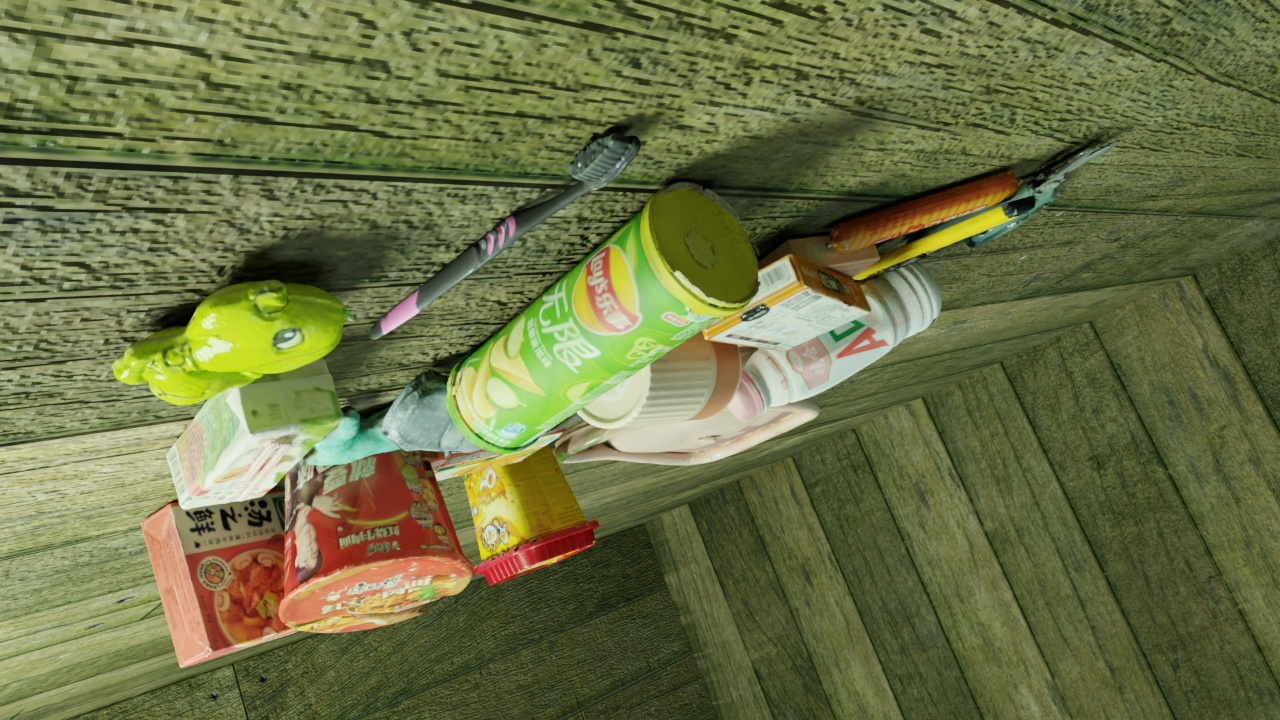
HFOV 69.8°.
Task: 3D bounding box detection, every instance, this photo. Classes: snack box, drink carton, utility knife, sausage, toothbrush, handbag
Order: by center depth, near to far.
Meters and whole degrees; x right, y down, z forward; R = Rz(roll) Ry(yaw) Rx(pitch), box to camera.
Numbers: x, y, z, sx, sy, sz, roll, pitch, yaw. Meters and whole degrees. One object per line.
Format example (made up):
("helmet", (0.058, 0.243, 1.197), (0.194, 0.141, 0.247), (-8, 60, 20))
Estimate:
("toothbrush", (-0.073, -0.052, 0.424), (0.190, 0.014, 0.017), (-29, 156, 33))
("drink carton", (-0.217, 0.044, 0.512), (0.053, 0.045, 0.123), (-7, 161, -45))
("snack box", (0.102, -0.035, 0.633), (0.075, 0.026, 0.153), (-26, 165, 25))
("sausage", (0.200, -0.104, 0.641), (0.165, 0.021, 0.021), (-19, 167, -14))
("snack box", (0.097, -0.048, 0.695), (0.084, 0.026, 0.158), (-11, 163, -37))
("snack box", (-0.302, 0.161, 0.709), (0.044, 0.113, 0.127), (-29, 166, 26))
("utility knife", (0.203, -0.080, 0.716), (0.033, 0.015, 0.217), (-14, 174, -46))
("snack box", (-0.148, 0.079, 0.821), (0.155, 0.027, 0.077), (-8, 160, -47))
("handbag", (0.027, 0.048, 0.826), (0.233, 0.093, 0.194), (-10, 166, -39))

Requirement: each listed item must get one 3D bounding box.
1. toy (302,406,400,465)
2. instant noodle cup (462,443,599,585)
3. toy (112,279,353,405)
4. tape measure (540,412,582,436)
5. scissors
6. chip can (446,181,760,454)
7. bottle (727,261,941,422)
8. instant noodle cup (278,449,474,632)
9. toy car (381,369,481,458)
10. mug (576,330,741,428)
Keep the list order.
("toy", (-0.185, 0.049, 0.628), (0.091, 0.030, 0.097), (-18, 162, -27))
("instant noodle cup", (-0.125, 0.160, 0.980), (0.115, 0.123, 0.116), (-10, 163, -44))
("toy", (-0.173, -0.008, 0.398), (0.100, 0.031, 0.097), (-16, 167, -7))
("tape measure", (-0.077, 0.040, 0.763), (0.066, 0.033, 0.065), (-31, 163, 37))
("scissors", (0.281, -0.121, 0.717), (0.170, 0.019, 0.177), (-17, 168, -17))
("chip can", (-0.032, -0.013, 0.520), (0.072, 0.072, 0.222), (-10, 162, -44))
("bottle", (0.155, -0.014, 0.758), (0.196, 0.068, 0.068), (-31, 171, -15))
("instant noodle cup", (-0.205, 0.127, 0.686), (0.138, 0.108, 0.138), (-15, 152, -9))
("toy car", (-0.125, 0.039, 0.625), (0.054, 0.037, 0.120), (-53, 158, 8))
("mug", (-0.004, 0.004, 0.654), (0.115, 0.081, 0.105), (6, -175, 37))
